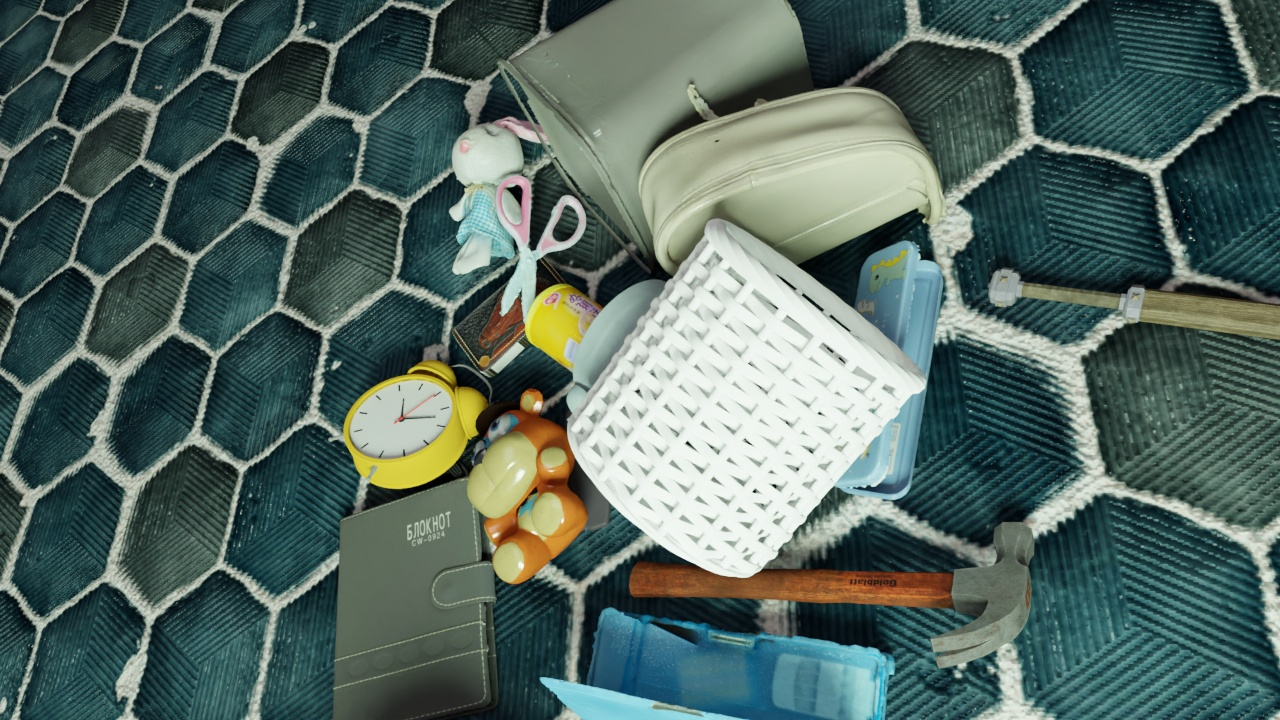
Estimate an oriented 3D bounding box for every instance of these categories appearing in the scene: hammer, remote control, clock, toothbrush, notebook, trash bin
[{"bbox_3d":[0.127,0.167,0.682,0.301,0.028,0.110,-5,32,29],"label":"hammer"},{"bbox_3d":[-0.048,0.093,0.828,0.046,0.009,0.124,-11,62,20],"label":"remote control"},{"bbox_3d":[0.415,-0.030,0.660,0.317,0.028,0.146,11,70,29],"label":"hammer"},{"bbox_3d":[-0.005,0.005,0.787,0.045,0.122,0.159,38,98,30],"label":"clock"},{"bbox_3d":[-0.216,0.067,0.919,0.013,0.013,0.167,-46,53,-2],"label":"toothbrush"},{"bbox_3d":[-0.205,0.221,0.830,0.170,0.029,0.208,-19,61,16],"label":"notebook"},{"bbox_3d":[-0.214,0.057,0.882,0.151,0.052,0.113,-38,52,-24],"label":"clock"},{"bbox_3d":[0.026,-0.241,0.857,0.220,0.197,0.197,-37,54,-3],"label":"trash bin"}]

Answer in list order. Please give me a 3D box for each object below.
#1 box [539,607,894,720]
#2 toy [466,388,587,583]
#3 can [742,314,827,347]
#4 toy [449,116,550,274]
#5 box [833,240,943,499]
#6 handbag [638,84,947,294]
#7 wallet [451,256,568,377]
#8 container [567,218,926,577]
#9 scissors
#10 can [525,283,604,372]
[{"bbox_3d":[0.052,0.231,0.654,0.232,0.110,0.094,2,68,26],"label":"box"},{"bbox_3d":[-0.099,0.102,0.796,0.112,0.096,0.176,-52,29,23],"label":"toy"},{"bbox_3d":[0.116,-0.024,0.794,0.095,0.032,0.032,0,66,25],"label":"can"},{"bbox_3d":[-0.168,-0.184,0.965,0.131,0.105,0.205,1,65,29],"label":"toy"},{"bbox_3d":[0.190,0.002,0.730,0.069,0.064,0.209,4,67,29],"label":"box"},{"bbox_3d":[0.122,-0.147,0.765,0.229,0.184,0.131,-23,54,14],"label":"handbag"},{"bbox_3d":[-0.128,-0.046,0.928,0.123,0.019,0.072,-42,60,1],"label":"wallet"},{"bbox_3d":[0.073,0.026,0.671,0.187,0.189,0.189,-53,54,15],"label":"container"},{"bbox_3d":[-0.094,-0.103,0.909,0.016,0.108,0.178,-46,41,52],"label":"scissors"},{"bbox_3d":[-0.051,-0.021,0.851,0.105,0.067,0.067,35,83,33],"label":"can"}]
